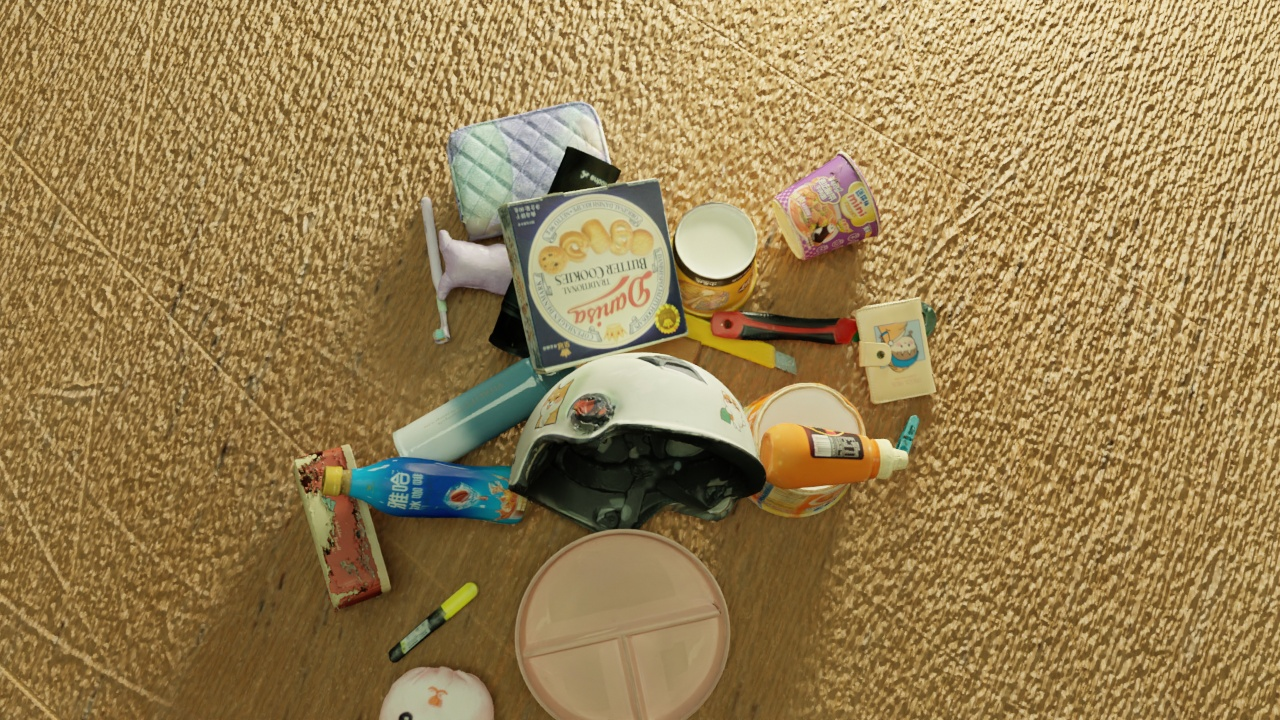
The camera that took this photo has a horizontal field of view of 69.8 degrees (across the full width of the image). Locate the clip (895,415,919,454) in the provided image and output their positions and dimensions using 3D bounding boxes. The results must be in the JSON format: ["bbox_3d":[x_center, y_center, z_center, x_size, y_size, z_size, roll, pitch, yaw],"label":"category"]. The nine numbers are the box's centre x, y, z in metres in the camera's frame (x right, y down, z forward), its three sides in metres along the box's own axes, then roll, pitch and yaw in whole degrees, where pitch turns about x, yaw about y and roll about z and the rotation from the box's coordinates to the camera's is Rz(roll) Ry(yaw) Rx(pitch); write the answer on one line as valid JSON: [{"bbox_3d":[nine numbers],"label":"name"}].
[{"bbox_3d":[0.309,0.090,1.067,0.014,0.047,0.057,26,75,7],"label":"clip"}]

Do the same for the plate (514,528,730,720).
[{"bbox_3d":[-0.019,0.292,0.987,0.229,0.028,0.229,0,93,-3],"label":"plate"}]

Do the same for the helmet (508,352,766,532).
[{"bbox_3d":[-0.004,0.075,0.967,0.275,0.230,0.156,-26,48,34],"label":"helmet"}]

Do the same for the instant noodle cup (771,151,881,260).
[{"bbox_3d":[0.218,-0.176,1.091,0.099,0.111,0.111,-27,78,1],"label":"instant noodle cup"}]

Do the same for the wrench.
[{"bbox_3d":[0.218,-0.040,1.089,0.273,0.016,0.056,-1,83,-5],"label":"wrench"}]

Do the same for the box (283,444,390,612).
[{"bbox_3d":[-0.334,0.185,0.999,0.075,0.091,0.168,-15,76,-25],"label":"box"}]

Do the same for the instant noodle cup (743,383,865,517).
[{"bbox_3d":[0.177,0.095,1.018,0.151,0.111,0.151,0,76,0],"label":"instant noodle cup"}]

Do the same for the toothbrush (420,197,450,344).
[{"bbox_3d":[-0.252,-0.113,1.117,0.021,0.029,0.189,3,70,-41],"label":"toothbrush"}]

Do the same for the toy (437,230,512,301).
[{"bbox_3d":[-0.189,-0.108,1.097,0.108,0.039,0.084,4,98,-19],"label":"toy"}]

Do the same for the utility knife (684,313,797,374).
[{"bbox_3d":[0.104,-0.021,1.096,0.181,0.015,0.033,21,96,4],"label":"utility knife"}]

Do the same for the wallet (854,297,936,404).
[{"bbox_3d":[0.296,-0.011,1.077,0.087,0.024,0.115,-10,92,-10],"label":"wallet"}]

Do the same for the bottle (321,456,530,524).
[{"bbox_3d":[-0.229,0.138,0.991,0.218,0.065,0.065,9,75,-24],"label":"bottle"}]

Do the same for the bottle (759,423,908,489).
[{"bbox_3d":[0.199,0.098,0.930,0.149,0.067,0.066,3,76,-7],"label":"bottle"}]

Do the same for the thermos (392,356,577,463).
[{"bbox_3d":[-0.171,0.054,1.040,0.220,0.070,0.070,-30,78,0],"label":"thermos"}]

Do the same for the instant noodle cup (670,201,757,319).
[{"bbox_3d":[0.083,-0.120,1.069,0.118,0.114,0.118,0,76,-1],"label":"instant noodle cup"}]

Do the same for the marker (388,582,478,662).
[{"bbox_3d":[-0.231,0.292,1.022,0.124,0.015,0.018,-40,79,-6],"label":"marker"}]

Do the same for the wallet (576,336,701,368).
[{"bbox_3d":[-0.006,0.006,1.080,0.132,0.031,0.107,18,78,9],"label":"wallet"}]

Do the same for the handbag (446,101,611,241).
[{"bbox_3d":[-0.131,-0.229,1.117,0.194,0.075,0.134,-13,82,-2],"label":"handbag"}]

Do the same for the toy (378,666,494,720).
[{"bbox_3d":[-0.222,0.407,0.976,0.121,0.054,0.159,12,85,3],"label":"toy"}]

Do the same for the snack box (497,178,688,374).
[{"bbox_3d":[-0.048,-0.095,1.000,0.177,0.046,0.182,-15,97,-25],"label":"snack box"}]

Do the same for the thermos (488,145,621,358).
[{"bbox_3d":[-0.093,-0.119,1.066,0.090,0.068,0.243,18,100,-35],"label":"thermos"}]
